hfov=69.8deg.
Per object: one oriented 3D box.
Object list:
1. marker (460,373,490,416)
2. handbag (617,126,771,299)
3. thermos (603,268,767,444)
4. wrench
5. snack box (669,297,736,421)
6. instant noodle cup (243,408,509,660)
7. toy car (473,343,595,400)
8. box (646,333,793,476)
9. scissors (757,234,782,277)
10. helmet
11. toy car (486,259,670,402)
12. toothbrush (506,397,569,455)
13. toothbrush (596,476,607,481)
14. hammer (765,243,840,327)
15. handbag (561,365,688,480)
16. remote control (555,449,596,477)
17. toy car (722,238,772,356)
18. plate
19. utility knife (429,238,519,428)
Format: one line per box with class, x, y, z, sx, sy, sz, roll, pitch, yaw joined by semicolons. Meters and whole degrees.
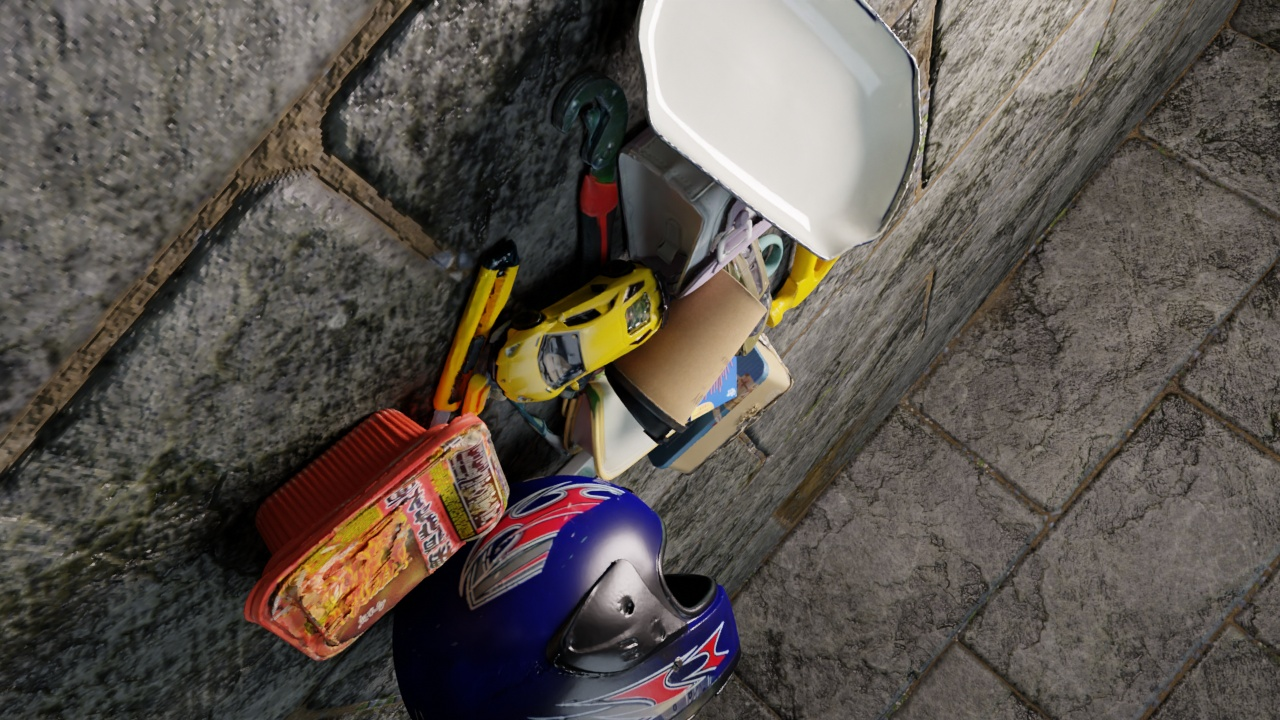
marker;-0.130;0.045;0.701;0.018;0.015;0.124;-55;177;-34
handbag;0.081;-0.151;0.708;0.196;0.098;0.145;-42;164;-18
thermos;0.036;-0.008;0.767;0.143;0.093;0.093;-47;160;4
wrench;-0.034;-0.099;0.666;0.056;0.016;0.274;-37;156;-22
snack box;0.058;-0.029;0.857;0.084;0.026;0.157;-23;116;-50
instant noodle cup;-0.186;0.113;0.638;0.188;0.079;0.165;-42;158;-22
toy car;-0.080;0.001;0.721;0.120;0.037;0.054;-3;127;-50
box;0.070;0.046;0.983;0.185;0.089;0.061;-45;138;18
scissors;0.087;-0.069;0.967;0.178;0.019;0.170;-56;160;21
helmet;-0.068;0.221;0.828;0.314;0.240;0.248;-20;-176;-39
toy car;-0.043;-0.019;0.682;0.155;0.041;0.071;-30;131;-29
toothbrush;-0.089;0.058;0.832;0.018;0.016;0.192;-57;161;-11
toothbrush;-0.039;0.135;1.071;0.187;0.016;0.017;-42;166;-20
hammer;0.191;-0.151;1.013;0.128;0.033;0.301;-43;159;-18
handbag;-0.005;0.005;0.870;0.163;0.063;0.179;-35;140;-35
remote control;-0.086;0.140;0.977;0.135;0.019;0.056;-44;159;-13
toy car;0.089;-0.072;0.832;0.070;0.042;0.158;-52;138;-34
plate;0.092;-0.175;0.602;0.265;0.034;0.162;26;87;-38
utility knife;-0.124;-0.001;0.656;0.033;0.015;0.204;-21;147;-48
